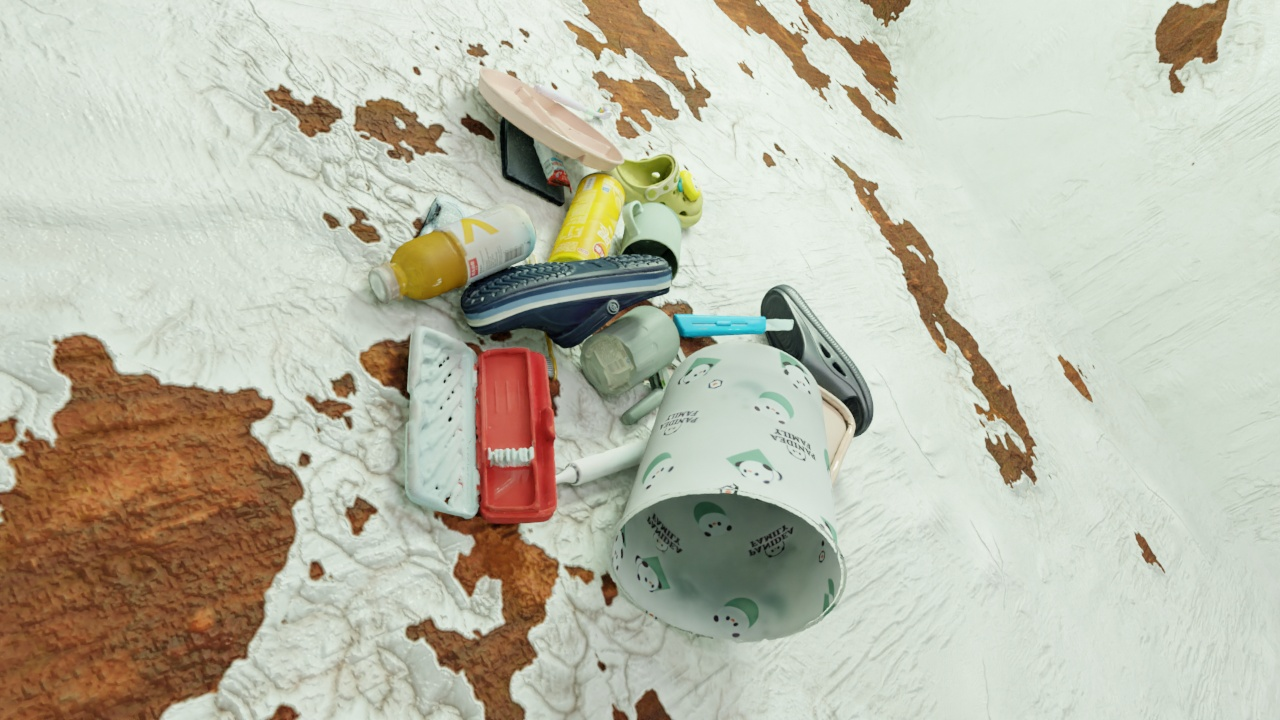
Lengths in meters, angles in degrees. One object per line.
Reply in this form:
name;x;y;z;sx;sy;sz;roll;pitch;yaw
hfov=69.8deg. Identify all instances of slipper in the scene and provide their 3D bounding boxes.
slipper;-0.082;-0.065;1.048;0.252;0.105;0.095;-13;107;-23
slipper;0.238;0.006;1.359;0.083;0.111;0.268;-14;62;-30
slipper;0.031;-0.266;1.387;0.190;0.082;0.091;15;50;-35

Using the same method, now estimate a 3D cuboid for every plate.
plate;-0.125;-0.328;1.261;0.229;0.028;0.229;31;19;-12

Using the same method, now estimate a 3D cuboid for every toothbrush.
toothbrush;-0.101;-0.388;1.375;0.188;0.029;0.021;-3;98;-61
toothbrush;-0.120;-0.058;1.090;0.018;0.016;0.191;8;53;-32
toothbrush;-0.054;0.117;0.993;0.220;0.027;0.026;-11;58;-50

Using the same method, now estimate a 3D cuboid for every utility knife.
utility knife;0.136;-0.050;1.300;0.191;0.018;0.034;-2;63;-23

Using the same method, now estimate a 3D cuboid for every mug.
mug;0.008;-0.171;1.261;0.112;0.082;0.106;55;27;-33
mug;-0.007;0.006;1.109;0.103;0.084;0.124;-33;109;-53

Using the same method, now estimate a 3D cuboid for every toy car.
toy car;-0.223;-0.154;1.053;0.049;0.031;0.105;33;38;-24

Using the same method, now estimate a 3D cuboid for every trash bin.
trash bin;0.100;0.125;0.975;0.229;0.230;0.251;36;37;-18

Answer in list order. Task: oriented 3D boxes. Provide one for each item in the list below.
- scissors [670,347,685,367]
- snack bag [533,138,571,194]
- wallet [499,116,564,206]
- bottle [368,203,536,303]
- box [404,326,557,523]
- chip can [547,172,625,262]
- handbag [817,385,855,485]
scissors;0.074;0.025;1.227;0.162;0.012;0.175;13;48;-39
snack bag;-0.121;-0.271;1.245;0.045;0.026;0.105;8;52;-46
wallet;-0.147;-0.273;1.255;0.097;0.019;0.120;22;46;-35
bottle;-0.200;-0.112;0.984;0.189;0.068;0.068;-29;81;-35
box;-0.159;0.064;0.910;0.160;0.060;0.200;12;50;-25
chip can;-0.070;-0.164;1.191;0.072;0.072;0.212;35;37;-19
handbag;0.163;0.071;1.201;0.234;0.094;0.192;45;39;-8
